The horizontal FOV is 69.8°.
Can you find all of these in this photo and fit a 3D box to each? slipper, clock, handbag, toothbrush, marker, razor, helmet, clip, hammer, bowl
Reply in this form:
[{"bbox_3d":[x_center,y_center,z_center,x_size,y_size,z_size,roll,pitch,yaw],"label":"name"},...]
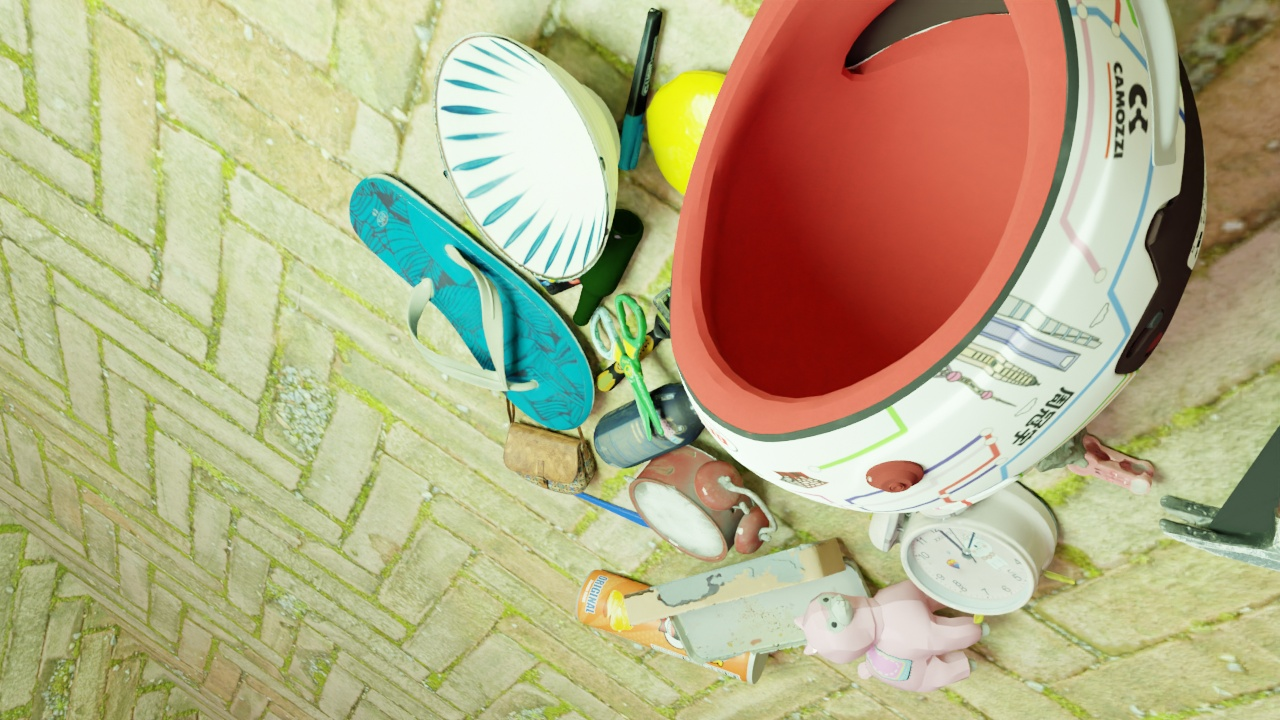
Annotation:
[{"bbox_3d":[-0.154,-0.044,0.819,0.295,0.060,0.118,45,126,-6],"label":"slipper"},{"bbox_3d":[0.250,0.135,0.727,0.158,0.058,0.117,39,138,-3],"label":"clock"},{"bbox_3d":[-0.100,0.053,0.902,0.094,0.043,0.196,13,131,23],"label":"handbag"},{"bbox_3d":[-0.018,0.160,0.968,0.187,0.011,0.017,21,137,20],"label":"toothbrush"},{"bbox_3d":[0.000,-0.182,0.629,0.015,0.018,0.123,27,138,12],"label":"marker"},{"bbox_3d":[-0.001,-0.009,0.788,0.044,0.021,0.145,54,138,6],"label":"razor"},{"bbox_3d":[0.063,0.126,0.836,0.157,0.061,0.110,-4,127,52],"label":"clock"},{"bbox_3d":[0.155,-0.066,0.476,0.231,0.235,0.315,48,128,36],"label":"helmet"},{"bbox_3d":[0.332,0.070,0.648,0.059,0.039,0.023,27,135,16],"label":"clip"},{"bbox_3d":[0.384,0.005,0.538,0.141,0.036,0.326,0,128,31],"label":"hammer"},{"bbox_3d":[-0.064,-0.150,0.648,0.177,0.070,0.178,30,138,31],"label":"bowl"}]

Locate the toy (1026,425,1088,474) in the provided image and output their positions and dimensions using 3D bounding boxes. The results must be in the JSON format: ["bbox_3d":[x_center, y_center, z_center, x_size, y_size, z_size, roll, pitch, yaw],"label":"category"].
[{"bbox_3d":[0.229,0.042,0.639,0.132,0.076,0.176,51,132,9],"label":"toy"}]

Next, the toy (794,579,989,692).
[{"bbox_3d":[0.214,0.239,0.797,0.157,0.067,0.123,-6,131,-4],"label":"toy"}]

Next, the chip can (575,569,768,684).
[{"bbox_3d":[0.034,0.291,1.011,0.211,0.062,0.062,12,134,24],"label":"chip can"}]

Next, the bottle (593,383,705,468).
[{"bbox_3d":[0.022,0.051,0.802,0.056,0.056,0.161,47,137,-13],"label":"bottle"}]

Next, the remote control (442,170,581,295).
[{"bbox_3d":[-0.101,-0.113,0.760,0.046,0.021,0.140,-16,123,43],"label":"remote control"}]

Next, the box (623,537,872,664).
[{"bbox_3d":[0.103,0.240,0.875,0.218,0.121,0.094,-24,68,31],"label":"box"}]

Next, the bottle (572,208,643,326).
[{"bbox_3d":[-0.032,-0.070,0.743,0.033,0.032,0.123,33,139,3],"label":"bottle"}]

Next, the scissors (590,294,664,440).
[{"bbox_3d":[-0.013,0.011,0.778,0.078,0.013,0.132,-8,96,52],"label":"scissors"}]

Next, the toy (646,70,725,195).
[{"bbox_3d":[0.045,-0.147,0.615,0.094,0.041,0.096,35,140,8],"label":"toy"}]
